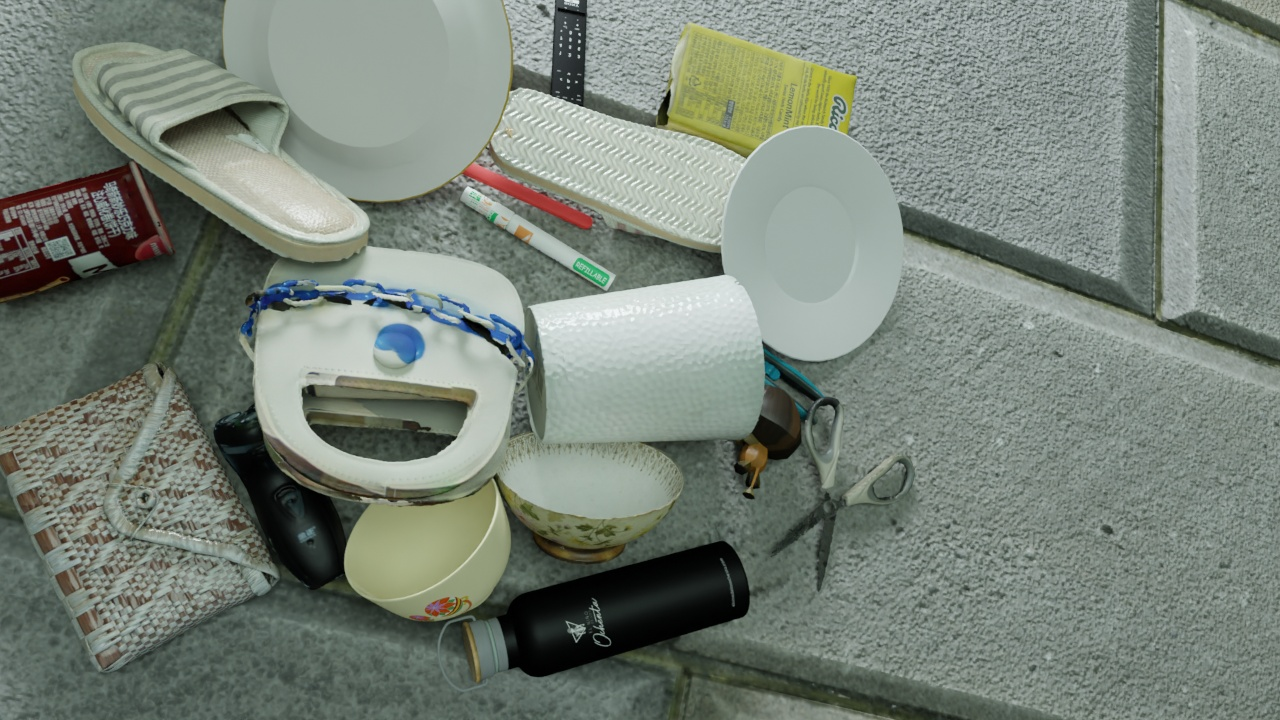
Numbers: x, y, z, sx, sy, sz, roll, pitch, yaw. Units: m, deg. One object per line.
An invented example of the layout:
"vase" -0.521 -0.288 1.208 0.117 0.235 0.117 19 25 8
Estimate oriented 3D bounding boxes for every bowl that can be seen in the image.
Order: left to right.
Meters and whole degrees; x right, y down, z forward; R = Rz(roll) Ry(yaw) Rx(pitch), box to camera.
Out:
"bowl" -0.139 0.140 0.655 0.117 0.118 0.074 -46 132 -23
"bowl" -0.042 0.107 0.689 0.145 0.145 0.063 2 110 -16

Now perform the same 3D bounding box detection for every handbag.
"handbag" -0.345 0.101 0.626 0.124 0.047 0.186 -28 83 -21
"handbag" -0.175 0.006 0.643 0.200 0.093 0.199 4 48 -17

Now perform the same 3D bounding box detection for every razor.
"razor" -0.249 0.093 0.647 0.053 0.064 0.140 -28 80 -21

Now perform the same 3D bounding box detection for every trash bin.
"trash bin" -0.004 0.004 0.713 0.161 0.133 0.133 -5 75 -16

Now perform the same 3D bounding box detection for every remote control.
"remote control" -0.066 -0.278 0.845 0.030 0.009 0.140 6 72 -15

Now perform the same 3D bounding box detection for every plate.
"plate" -0.213 -0.237 0.707 0.230 0.021 0.230 1 107 3
"plate" 0.155 -0.104 0.824 0.208 0.015 0.208 -2 94 -29

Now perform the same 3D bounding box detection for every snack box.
"snack box" -0.407 -0.091 0.653 0.121 0.072 0.072 -23 81 -21
"snack box" 0.109 -0.238 0.868 0.181 0.045 0.121 16 70 -9

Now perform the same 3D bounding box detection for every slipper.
"slipper" -0.307 -0.162 0.672 0.272 0.054 0.114 39 41 15
"slipper" -0.006 -0.162 0.806 0.262 0.052 0.114 15 68 -16

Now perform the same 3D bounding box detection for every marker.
"marker" -0.087 -0.104 0.782 0.145 0.017 0.017 31 67 -6

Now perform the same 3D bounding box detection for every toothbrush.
"toothbrush" -0.140 -0.158 0.786 0.212 0.018 0.012 23 68 -13

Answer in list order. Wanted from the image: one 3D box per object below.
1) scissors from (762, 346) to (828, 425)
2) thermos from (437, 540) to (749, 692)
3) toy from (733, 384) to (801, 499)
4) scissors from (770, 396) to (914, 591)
"scissors" 0.106 -0.002 0.808 0.139 0.019 0.136 -11 76 -18
"thermos" -0.035 0.191 0.683 0.231 0.061 0.061 -11 77 -19
"toy" 0.100 0.070 0.763 0.076 0.063 0.099 52 50 -37
"scissors" 0.172 0.109 0.791 0.170 0.013 0.157 -12 86 -24
